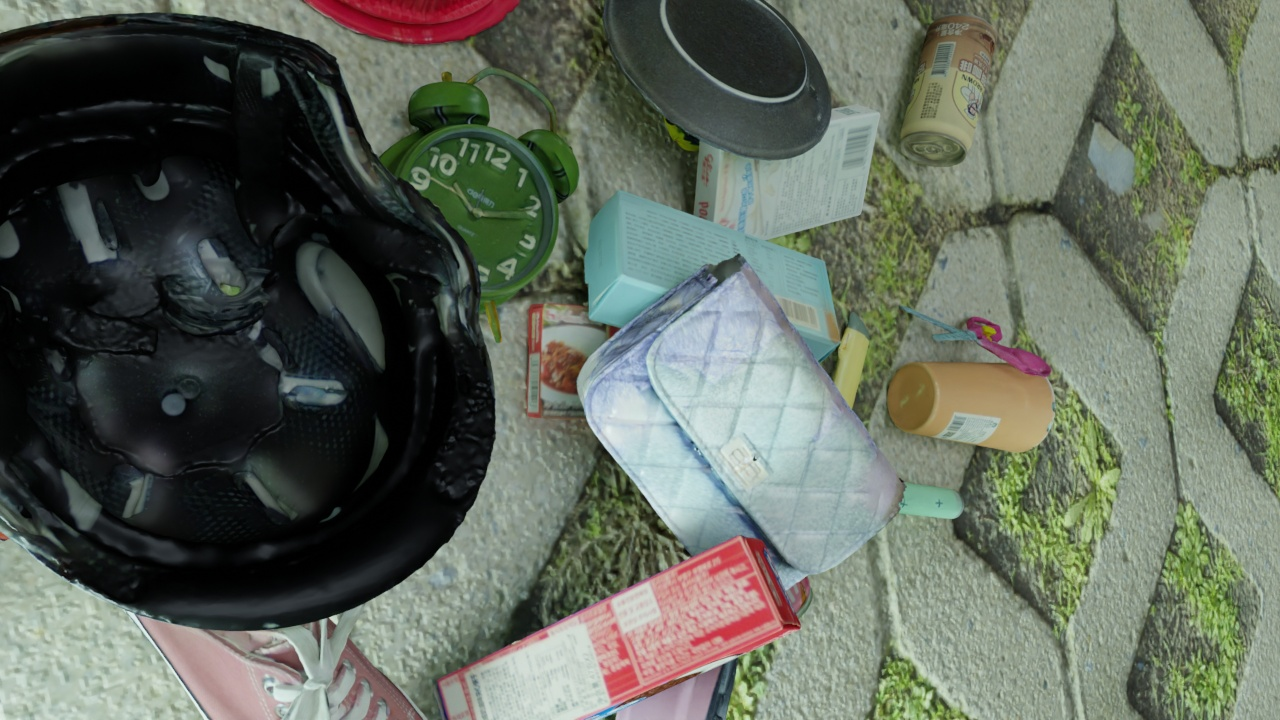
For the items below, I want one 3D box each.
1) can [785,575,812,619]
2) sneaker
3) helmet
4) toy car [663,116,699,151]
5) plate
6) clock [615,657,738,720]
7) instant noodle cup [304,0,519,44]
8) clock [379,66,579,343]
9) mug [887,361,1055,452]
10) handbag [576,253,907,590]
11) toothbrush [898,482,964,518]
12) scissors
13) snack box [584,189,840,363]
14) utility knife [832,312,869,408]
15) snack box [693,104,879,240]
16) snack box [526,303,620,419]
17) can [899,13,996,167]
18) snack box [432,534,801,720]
[{"bbox_3d":[0.065,0.119,0.647,0.057,0.058,0.147,-39,108,-26],"label":"can"},{"bbox_3d":[-0.174,0.167,0.469,0.118,0.088,0.241,-42,102,-36],"label":"sneaker"},{"bbox_3d":[-0.205,-0.009,0.425,0.229,0.157,0.274,-34,95,-37],"label":"helmet"},{"bbox_3d":[0.034,-0.200,0.654,0.048,0.032,0.105,3,76,-31],"label":"toy car"},{"bbox_3d":[0.060,-0.214,0.629,0.179,0.024,0.179,14,54,-21],"label":"plate"},{"bbox_3d":[0.027,0.208,0.593,0.060,0.117,0.158,12,70,15],"label":"clock"},{"bbox_3d":[-0.135,-0.290,0.535,0.193,0.066,0.194,1,88,-32],"label":"instant noodle cup"},{"bbox_3d":[-0.100,-0.101,0.556,0.116,0.056,0.161,26,75,-29],"label":"clock"},{"bbox_3d":[0.273,0.036,0.767,0.122,0.078,0.078,5,86,-26],"label":"mug"},{"bbox_3d":[0.061,0.049,0.559,0.134,0.075,0.194,-38,108,1],"label":"handbag"},{"bbox_3d":[0.180,0.105,0.723,0.224,0.026,0.027,12,106,-36],"label":"toothbrush"},{"bbox_3d":[0.283,-0.016,0.767,0.133,0.130,0.017,-4,125,-45],"label":"scissors"},{"bbox_3d":[0.050,-0.049,0.622,0.174,0.052,0.074,15,51,-24],"label":"snack box"},{"bbox_3d":[0.147,0.066,0.721,0.031,0.022,0.220,26,69,-24],"label":"utility knife"},{"bbox_3d":[0.108,-0.135,0.677,0.156,0.027,0.085,-18,128,-30],"label":"snack box"},{"bbox_3d":[-0.004,0.004,0.628,0.152,0.025,0.075,4,87,-31],"label":"snack box"},{"bbox_3d":[0.259,-0.227,0.772,0.058,0.059,0.116,23,77,-28],"label":"can"},{"bbox_3d":[-0.015,0.168,0.526,0.058,0.208,0.057,67,13,22],"label":"snack box"}]
